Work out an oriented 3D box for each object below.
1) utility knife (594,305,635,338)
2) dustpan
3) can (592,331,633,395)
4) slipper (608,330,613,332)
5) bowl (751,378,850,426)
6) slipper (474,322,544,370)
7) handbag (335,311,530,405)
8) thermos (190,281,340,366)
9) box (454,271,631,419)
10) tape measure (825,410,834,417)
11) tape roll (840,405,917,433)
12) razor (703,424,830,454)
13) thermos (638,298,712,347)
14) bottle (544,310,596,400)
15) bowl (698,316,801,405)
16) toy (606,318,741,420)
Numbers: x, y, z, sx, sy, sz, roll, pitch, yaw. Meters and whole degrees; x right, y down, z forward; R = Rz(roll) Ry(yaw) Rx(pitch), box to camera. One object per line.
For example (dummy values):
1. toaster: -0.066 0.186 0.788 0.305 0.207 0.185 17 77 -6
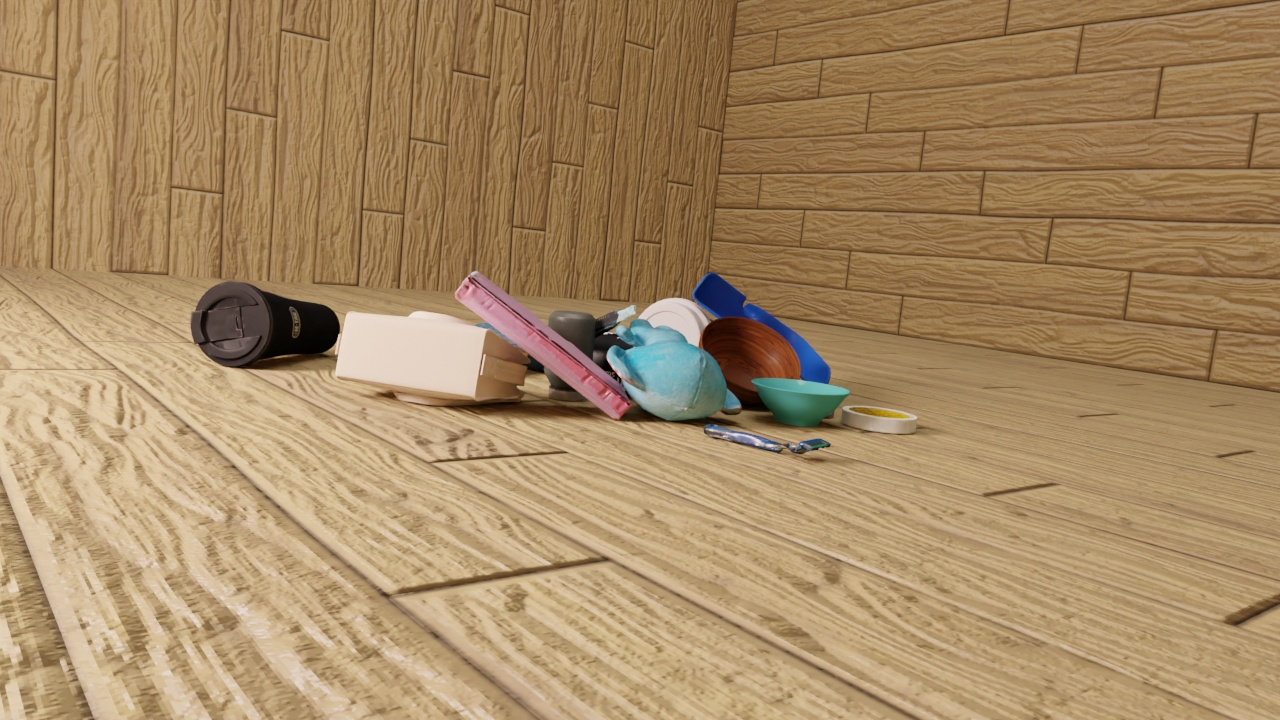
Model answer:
1. utility knife: -0.057 -0.040 1.178 0.020 0.028 0.198 30 -26 -23
2. dustpan: 0.171 -0.064 1.447 0.245 0.059 0.257 35 3 -11
3. can: -0.007 0.007 1.228 0.146 0.080 0.080 9 7 26
4. slipper: -0.069 -0.019 1.381 0.104 0.059 0.213 35 20 11
5. bowl: 0.196 0.054 1.140 0.121 0.046 0.121 6 6 -1
6. slipper: -0.171 -0.014 1.389 0.104 0.059 0.213 22 9 36
7. handbag: -0.223 0.005 1.078 0.195 0.101 0.197 8 -5 17
8. thermos: -0.489 -0.046 1.231 0.106 0.106 0.218 7 2 11
9. box: -0.109 -0.019 1.050 0.233 0.041 0.098 38 -2 -9
10. tape measure: 0.225 0.062 1.228 0.065 0.017 0.064 6 6 1
11. tape roll: 0.304 0.075 1.172 0.094 0.019 0.094 6 7 -1
12. razor: 0.126 0.083 0.955 0.141 0.018 0.043 6 6 39
13. thermos: 0.084 -0.019 1.408 0.132 0.131 0.221 9 0 28
14. bottle: -0.089 -0.006 1.150 0.060 0.108 0.060 6 7 -1
15. bowl: 0.141 0.014 1.271 0.147 0.069 0.147 13 43 -12
16. toy: 0.026 0.013 1.102 0.183 0.115 0.180 16 22 -26
